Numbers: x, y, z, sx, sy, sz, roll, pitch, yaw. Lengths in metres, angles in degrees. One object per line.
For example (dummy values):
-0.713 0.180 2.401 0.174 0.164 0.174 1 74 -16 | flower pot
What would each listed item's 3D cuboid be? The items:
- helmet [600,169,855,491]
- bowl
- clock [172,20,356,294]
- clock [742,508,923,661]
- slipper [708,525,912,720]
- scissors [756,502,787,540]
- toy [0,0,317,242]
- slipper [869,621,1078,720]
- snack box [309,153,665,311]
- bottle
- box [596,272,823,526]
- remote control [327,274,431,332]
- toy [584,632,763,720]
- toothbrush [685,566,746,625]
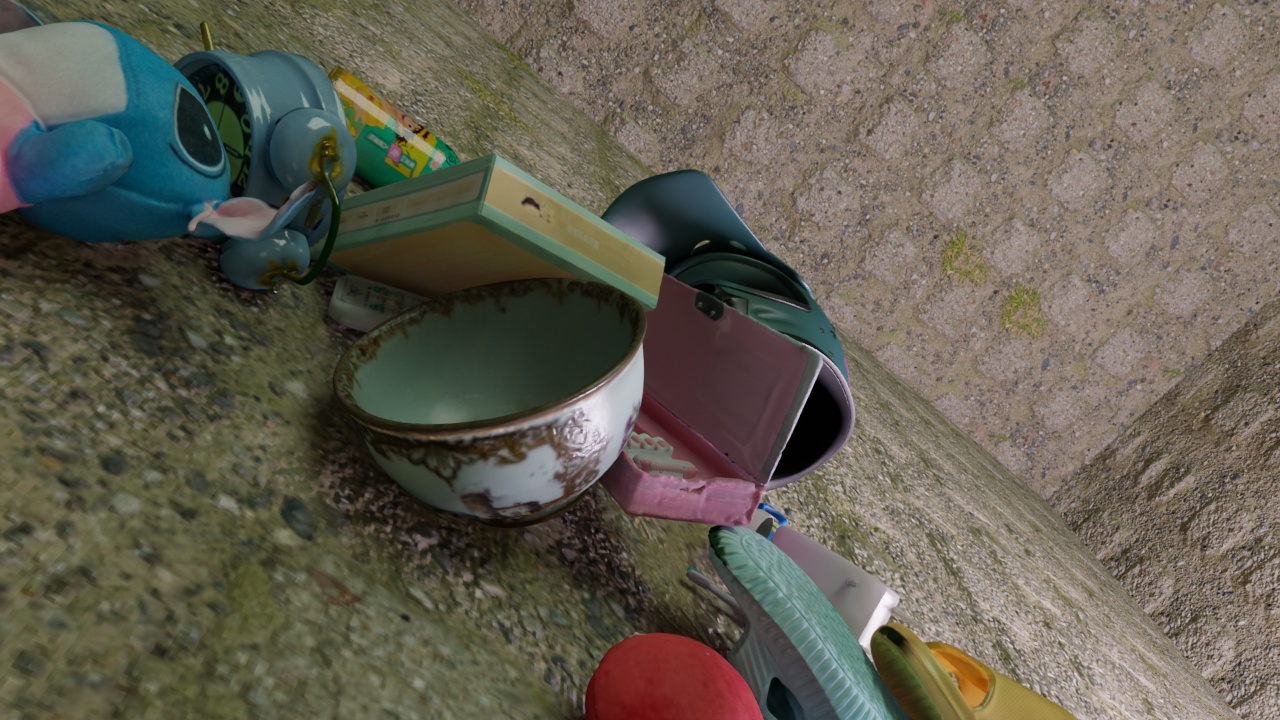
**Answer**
0.073 -0.022 0.808 0.275 0.176 0.200 53 9 -48 | helmet
-0.069 0.030 0.484 0.159 0.160 0.094 -107 -173 -62 | bowl
-0.212 -0.108 0.514 0.162 0.118 0.060 41 25 23 | clock
0.117 0.162 0.669 0.120 0.061 0.159 36 -8 -31 | clock
0.117 0.212 0.537 0.276 0.070 0.115 51 14 1 | slipper
0.119 0.158 0.801 0.123 0.016 0.125 44 14 18 | scissors
-0.258 -0.095 0.390 0.224 0.099 0.191 32 17 17 | toy
0.240 0.253 0.593 0.263 0.078 0.099 53 -12 -14 | slipper
-0.103 -0.065 0.587 0.194 0.044 0.141 -2 -20 43 | snack box
-0.194 -0.166 0.808 0.209 0.068 0.068 35 17 -25 | bottle
-0.002 0.002 0.594 0.106 0.116 0.232 11 14 -30 | box
-0.130 -0.019 0.586 0.133 0.022 0.050 18 23 -18 | remote control
0.023 0.183 0.403 0.092 0.062 0.132 9 51 -39 | toy
0.103 0.195 0.638 0.188 0.018 0.019 37 14 -17 | toothbrush
